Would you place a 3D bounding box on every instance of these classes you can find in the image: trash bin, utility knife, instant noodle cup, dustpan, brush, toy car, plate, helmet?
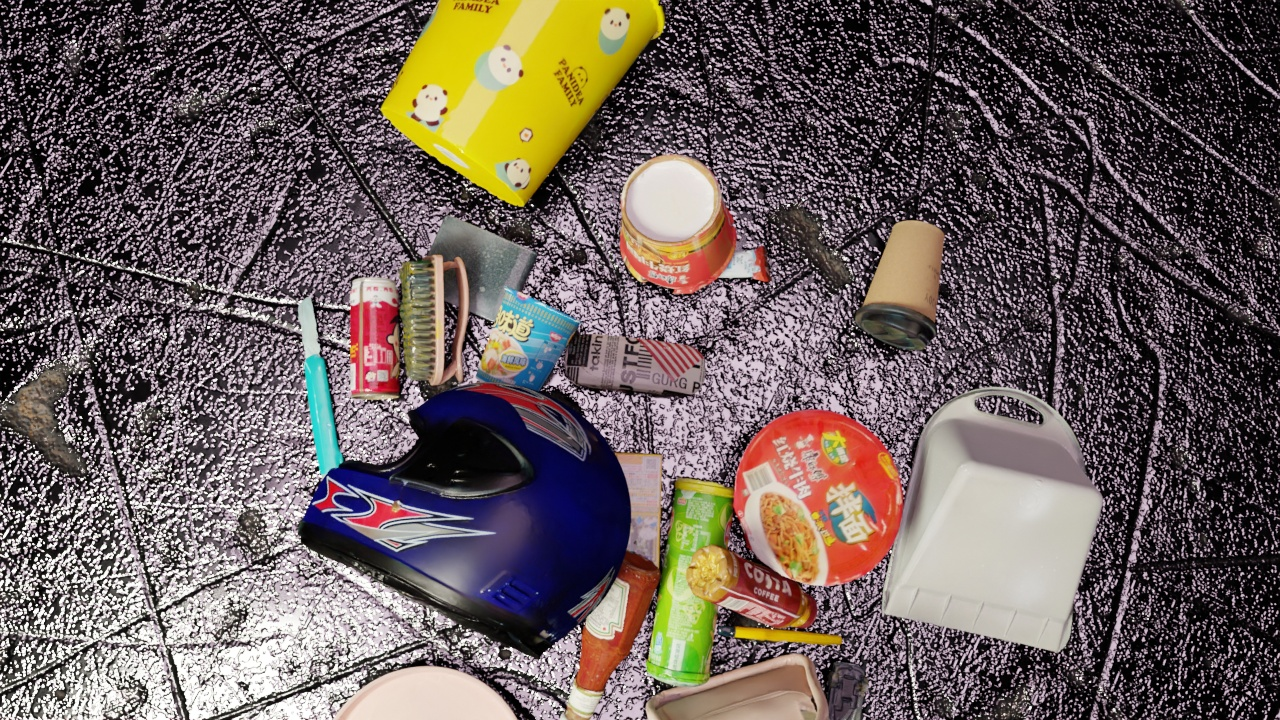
[{"bbox_3d":[-0.135,-0.325,1.005,0.229,0.229,0.255,32,88,1],"label":"trash bin"},{"bbox_3d":[0.162,0.307,1.017,0.171,0.033,0.015,10,75,-18],"label":"utility knife"},{"bbox_3d":[0.039,-0.160,1.031,0.138,0.108,0.137,-2,73,6],"label":"instant noodle cup"},{"bbox_3d":[0.415,0.174,1.078,0.222,0.142,0.258,13,111,-2],"label":"dustpan"},{"bbox_3d":[0.191,0.154,1.030,0.193,0.066,0.193,2,77,-9],"label":"instant noodle cup"},{"bbox_3d":[-0.230,-0.045,1.032,0.073,0.063,0.145,-3,94,-27],"label":"brush"},{"bbox_3d":[0.226,0.383,1.027,0.043,0.034,0.090,9,84,-5],"label":"toy car"},{"bbox_3d":[-0.364,0.035,1.042,0.029,0.013,0.218,-10,86,-3],"label":"utility knife"},{"bbox_3d":[-0.233,0.447,0.992,0.229,0.028,0.229,0,83,-3],"label":"plate"},{"bbox_3d":[-0.161,0.140,0.936,0.316,0.247,0.239,18,65,19],"label":"helmet"},{"bbox_3d":[-0.132,-0.014,1.028,0.099,0.099,0.110,26,91,0],"label":"instant noodle cup"}]

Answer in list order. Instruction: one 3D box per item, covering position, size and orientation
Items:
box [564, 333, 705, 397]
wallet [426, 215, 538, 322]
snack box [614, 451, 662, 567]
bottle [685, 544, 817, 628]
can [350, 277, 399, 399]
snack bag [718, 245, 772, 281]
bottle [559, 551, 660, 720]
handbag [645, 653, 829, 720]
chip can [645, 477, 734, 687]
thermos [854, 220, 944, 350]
[{"bbox_3d":[-0.005,0.005,1.052,0.164,0.051,0.068,3,63,-3],"label":"box"},{"bbox_3d":[-0.192,-0.105,1.069,0.121,0.019,0.097,23,83,1],"label":"wallet"},{"bbox_3d":[-0.021,0.174,1.038,0.087,0.034,0.140,2,81,-4],"label":"snack box"},{"bbox_3d":[0.125,0.249,0.986,0.175,0.057,0.057,31,80,-37],"label":"bottle"},{"bbox_3d":[-0.299,-0.024,1.033,0.053,0.053,0.132,-2,83,-4],"label":"can"},{"bbox_3d":[0.103,-0.113,1.084,0.104,0.026,0.048,-5,74,-3],"label":"snack bag"},{"bbox_3d":[-0.038,0.310,0.994,0.060,0.059,0.206,20,96,-1],"label":"bottle"},{"bbox_3d":[0.109,0.377,0.918,0.193,0.234,0.093,-16,82,-6],"label":"handbag"},{"bbox_3d":[0.057,0.244,1.014,0.072,0.072,0.221,10,82,-3],"label":"chip can"},{"bbox_3d":[0.308,-0.086,1.067,0.093,0.093,0.143,19,75,-1],"label":"thermos"}]
